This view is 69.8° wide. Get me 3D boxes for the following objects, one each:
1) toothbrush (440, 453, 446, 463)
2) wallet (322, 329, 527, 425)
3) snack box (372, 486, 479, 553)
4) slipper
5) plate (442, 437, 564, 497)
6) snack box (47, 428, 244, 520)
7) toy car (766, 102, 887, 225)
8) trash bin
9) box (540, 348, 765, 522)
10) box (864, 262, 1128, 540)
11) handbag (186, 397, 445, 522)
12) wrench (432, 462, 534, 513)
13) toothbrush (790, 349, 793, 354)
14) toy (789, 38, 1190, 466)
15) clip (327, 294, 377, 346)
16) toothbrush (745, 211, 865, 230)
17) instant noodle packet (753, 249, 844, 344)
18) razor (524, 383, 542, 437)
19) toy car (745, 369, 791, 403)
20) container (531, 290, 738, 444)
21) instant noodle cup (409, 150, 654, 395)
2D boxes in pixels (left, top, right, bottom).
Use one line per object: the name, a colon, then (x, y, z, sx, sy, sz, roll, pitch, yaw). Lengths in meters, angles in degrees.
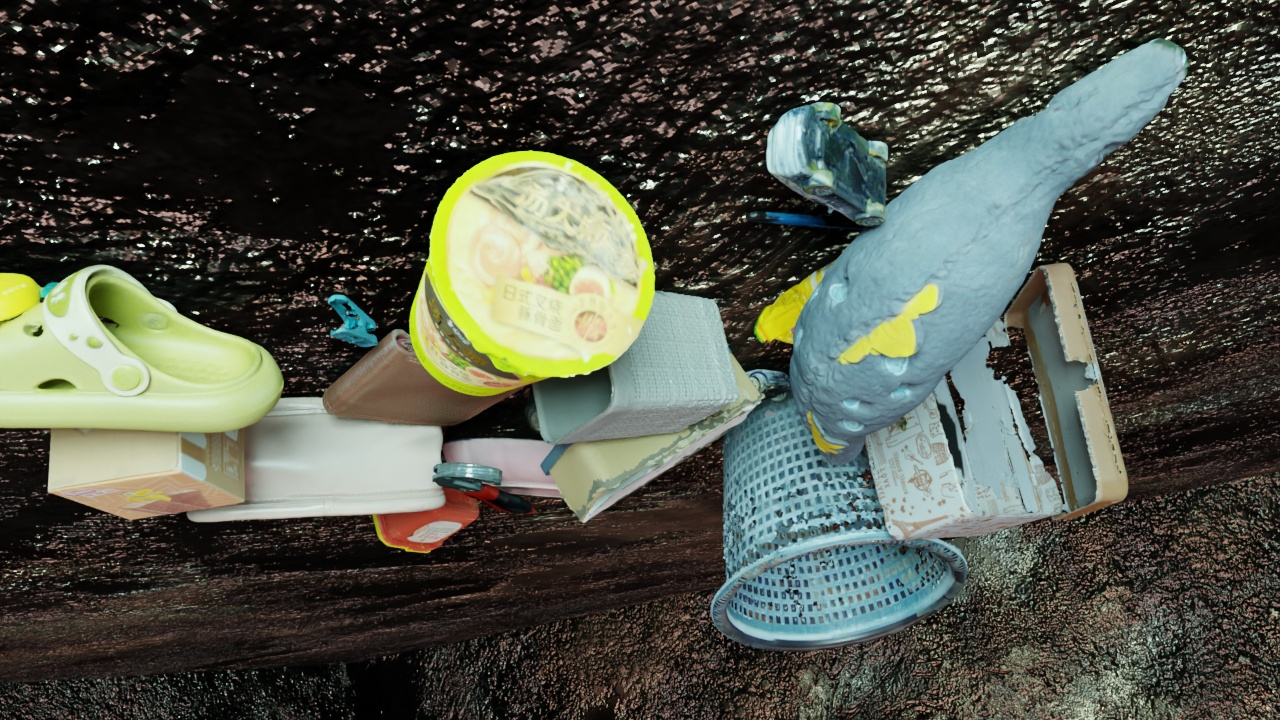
toothbrush: (-0.174, 0.111, 0.946, 0.016, 0.018, 0.181, -15, 158, 24)
wallet: (-0.155, 0.015, 0.672, 0.101, 0.032, 0.124, -28, 154, 35)
snack box: (-0.218, 0.148, 0.937, 0.080, 0.082, 0.091, -27, 156, 17)
slipper: (-0.286, -0.014, 0.480, 0.190, 0.091, 0.082, 8, 115, -20)
plate: (-0.091, 0.105, 0.864, 0.192, 0.039, 0.192, 4, 168, 1)
snack box: (-0.307, 0.042, 0.580, 0.077, 0.092, 0.094, -8, 161, -3)
toy car: (0.097, -0.096, 0.463, 0.034, 0.043, 0.090, -8, 166, 41)
trash bin: (0.164, 0.139, 0.868, 0.226, 0.194, 0.227, -5, 141, -4)
box: (0.006, 0.058, 0.716, 0.183, 0.061, 0.090, -25, 166, -33)
box: (0.285, 0.035, 0.704, 0.152, 0.182, 0.178, 3, 156, -33)
handbag: (-0.279, 0.099, 0.785, 0.193, 0.093, 0.235, 1, 165, -23)
wrench: (-0.128, 0.114, 0.788, 0.056, 0.016, 0.274, 5, 165, 3)
toothbrush: (0.164, 0.001, 0.695, 0.016, 0.014, 0.189, 27, 175, -20)
toy: (0.161, -0.031, 0.535, 0.137, 0.091, 0.357, -15, 148, -34)
clip: (-0.178, -0.022, 0.571, 0.014, 0.040, 0.056, -10, 168, 3)
toothbrush: (0.150, -0.085, 0.566, 0.189, 0.016, 0.014, 1, 167, -20)
instant noodle packet: (0.159, -0.039, 0.648, 0.128, 0.044, 0.111, 5, 152, -34)
razor: (-0.052, 0.045, 0.769, 0.067, 0.062, 0.167, -43, 164, -1)
toy car: (0.083, 0.028, 0.810, 0.106, 0.031, 0.049, -19, 162, 30)
container: (-0.004, 0.004, 0.625, 0.114, 0.090, 0.090, 2, 158, -37)
instant noodle cup: (-0.069, -0.031, 0.482, 0.111, 0.111, 0.124, 1, 165, -26)
